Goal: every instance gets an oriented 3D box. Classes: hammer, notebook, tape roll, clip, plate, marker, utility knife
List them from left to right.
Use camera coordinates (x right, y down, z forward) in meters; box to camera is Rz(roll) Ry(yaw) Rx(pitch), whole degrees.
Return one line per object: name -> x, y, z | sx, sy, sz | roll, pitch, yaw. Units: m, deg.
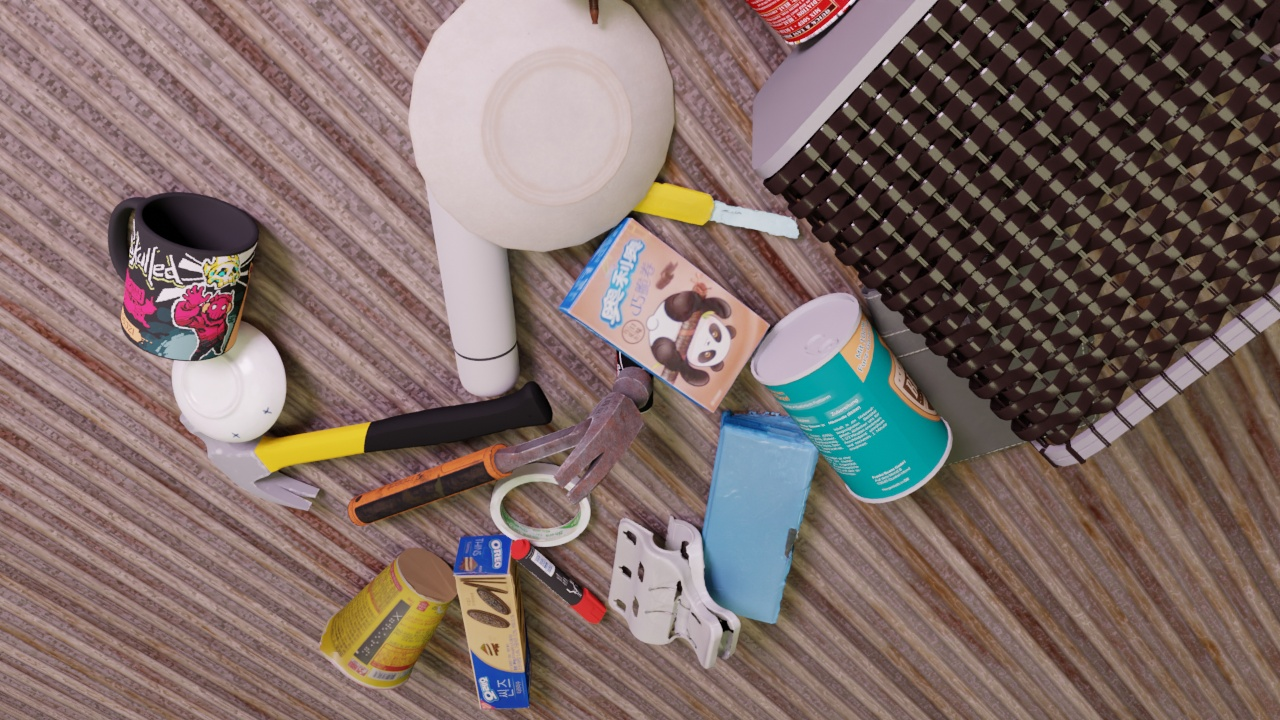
plate -> -0.342, 0.018, 0.748 | 0.104, 0.026, 0.104 | 2, 98, 12
hammer -> -0.225, 0.064, 0.776 | 0.324, 0.029, 0.127 | -10, 127, 18
hammer -> -0.138, 0.099, 0.774 | 0.315, 0.137, 0.035 | -21, 113, 29
tape roll -> -0.094, 0.137, 0.869 | 0.094, 0.018, 0.094 | -1, 125, -1
plate -> -0.059, -0.161, 0.626 | 0.188, 0.027, 0.189 | -10, 120, -18
marker -> -0.080, 0.219, 0.910 | 0.023, 0.021, 0.145 | -40, 128, -3
utility knife -> 0.018, -0.120, 0.699 | 0.217, 0.019, 0.031 | 13, 128, -4
clip -> 0.043, 0.223, 0.891 | 0.152, 0.098, 0.126 | 25, 129, 26
notebook -> 0.296, -0.004, 0.780 | 0.170, 0.029, 0.209 | -19, 126, 13

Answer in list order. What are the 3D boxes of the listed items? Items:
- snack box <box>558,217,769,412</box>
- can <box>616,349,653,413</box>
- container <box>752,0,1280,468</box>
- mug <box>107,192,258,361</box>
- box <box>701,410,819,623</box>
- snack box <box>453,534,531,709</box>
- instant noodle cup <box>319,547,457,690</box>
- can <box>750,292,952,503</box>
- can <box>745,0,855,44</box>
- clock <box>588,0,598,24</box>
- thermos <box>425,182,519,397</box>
snack box -> 0.021, -0.034, 0.725 | 0.151, 0.034, 0.087 | 35, 86, -22
can -> -0.005, 0.005, 0.773 | 0.031, 0.031, 0.081 | -1, 124, -1
container -> 0.231, -0.140, 0.546 | 0.243, 0.246, 0.246 | 38, 115, -12
mug -> -0.354, -0.072, 0.692 | 0.118, 0.081, 0.098 | 33, 121, 10
box -> 0.108, 0.148, 0.875 | 0.093, 0.053, 0.232 | 12, 124, 11
snack box -> -0.146, 0.270, 0.933 | 0.057, 0.056, 0.207 | -3, 124, -1
instant noodle cup -> -0.236, 0.246, 0.900 | 0.100, 0.100, 0.113 | 33, 106, -22
can -> 0.172, 0.031, 0.747 | 0.099, 0.099, 0.144 | -34, 112, 19
can -> 0.081, -0.267, 0.561 | 0.116, 0.086, 0.087 | 36, 116, -23
clock -> -0.032, -0.288, 0.545 | 0.056, 0.104, 0.148 | 1, 94, -14
thermos -> -0.128, -0.071, 0.706 | 0.052, 0.052, 0.224 | -2, 124, 0
